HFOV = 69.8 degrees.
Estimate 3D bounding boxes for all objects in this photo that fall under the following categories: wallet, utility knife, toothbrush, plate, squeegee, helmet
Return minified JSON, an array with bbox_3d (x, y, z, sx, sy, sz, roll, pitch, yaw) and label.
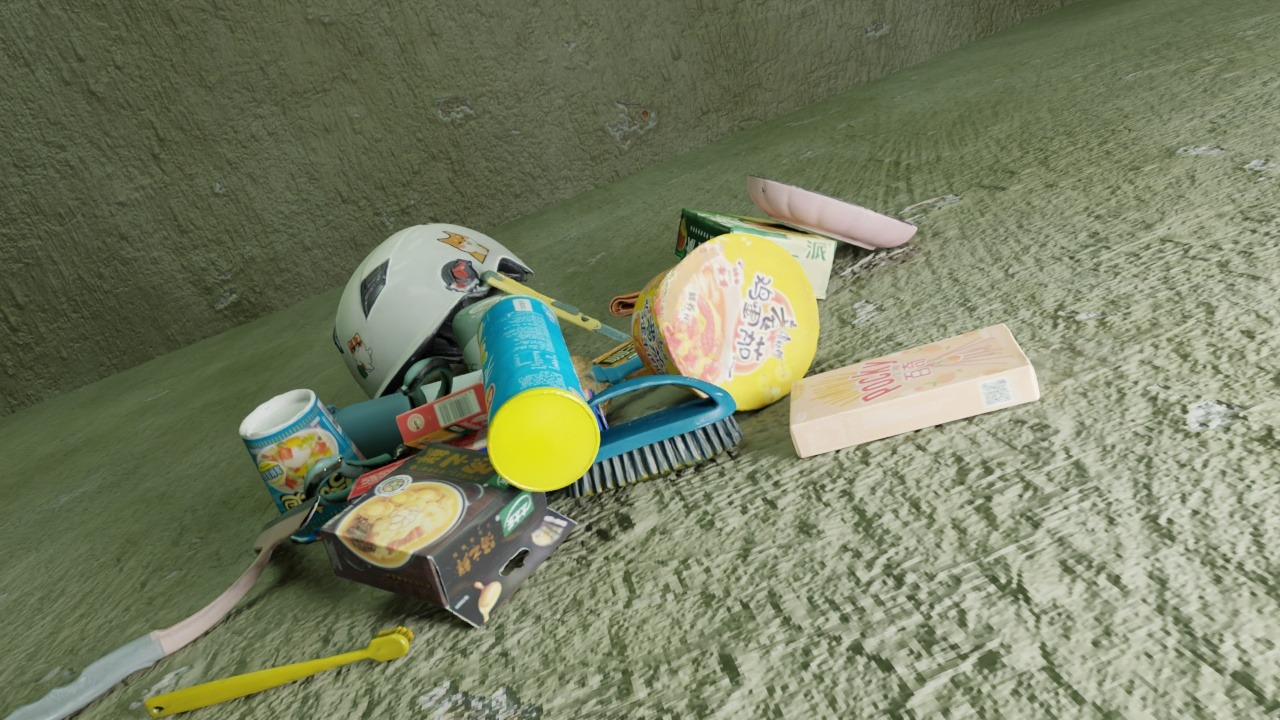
[{"bbox_3d":[0.039,-0.075,1.038,0.108,0.031,0.131,-13,2,27],"label":"wallet"},{"bbox_3d":[-0.083,-0.052,0.995,0.212,0.022,0.030,29,34,10],"label":"utility knife"},{"bbox_3d":[-0.230,0.198,0.581,0.190,0.016,0.016,-18,12,12],"label":"toothbrush"},{"bbox_3d":[0.204,-0.158,1.010,0.192,0.039,0.192,17,11,-3],"label":"plate"},{"bbox_3d":[-0.357,0.201,0.685,0.248,0.040,0.248,-38,8,-32],"label":"squeegee"},{"bbox_3d":[-0.269,-0.072,1.103,0.231,0.157,0.273,-46,-1,37],"label":"helmet"}]

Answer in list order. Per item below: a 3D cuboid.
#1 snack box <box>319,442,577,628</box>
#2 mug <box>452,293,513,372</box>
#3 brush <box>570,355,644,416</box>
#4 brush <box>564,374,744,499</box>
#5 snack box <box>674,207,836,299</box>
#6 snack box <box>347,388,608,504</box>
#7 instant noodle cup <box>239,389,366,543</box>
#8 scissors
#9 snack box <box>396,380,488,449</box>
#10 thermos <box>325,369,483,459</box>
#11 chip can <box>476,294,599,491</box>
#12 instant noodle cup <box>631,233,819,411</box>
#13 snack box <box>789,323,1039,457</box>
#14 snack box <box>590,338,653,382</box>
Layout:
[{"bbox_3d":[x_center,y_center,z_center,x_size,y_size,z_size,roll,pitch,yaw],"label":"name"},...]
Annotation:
[{"bbox_3d":[-0.128,0.111,0.620,0.126,0.053,0.113,4,29,31],"label":"snack box"},{"bbox_3d":[-0.137,-0.012,0.974,0.112,0.106,0.082,-5,22,41],"label":"mug"},{"bbox_3d":[-0.005,0.005,0.843,0.254,0.083,0.046,-23,-18,-33],"label":"brush"},{"bbox_3d":[0.000,0.050,0.670,0.144,0.073,0.055,-20,8,8],"label":"brush"},{"bbox_3d":[0.119,-0.122,1.017,0.114,0.063,0.240,6,13,-11],"label":"snack box"},{"bbox_3d":[-0.122,0.087,0.729,0.207,0.057,0.058,-21,14,0],"label":"snack box"},{"bbox_3d":[-0.295,0.088,0.815,0.099,0.110,0.099,-17,27,9],"label":"instant noodle cup"},{"bbox_3d":[-0.202,0.059,0.775,0.181,0.019,0.170,-56,-18,13],"label":"scissors"},{"bbox_3d":[-0.143,0.053,0.787,0.077,0.027,0.156,-22,-12,3],"label":"snack box"},{"bbox_3d":[-0.241,0.062,0.931,0.221,0.070,0.070,-14,18,20],"label":"thermos"},{"bbox_3d":[-0.081,0.015,0.668,0.071,0.071,0.210,-22,23,-3],"label":"chip can"},{"bbox_3d":[0.061,-0.030,0.761,0.137,0.138,0.110,-27,10,-19],"label":"instant noodle cup"},{"bbox_3d":[0.181,0.020,0.629,0.157,0.026,0.084,-16,17,15],"label":"snack box"},{"bbox_3d":[0.026,-0.018,0.934,0.153,0.026,0.075,-29,18,-27],"label":"snack box"}]
